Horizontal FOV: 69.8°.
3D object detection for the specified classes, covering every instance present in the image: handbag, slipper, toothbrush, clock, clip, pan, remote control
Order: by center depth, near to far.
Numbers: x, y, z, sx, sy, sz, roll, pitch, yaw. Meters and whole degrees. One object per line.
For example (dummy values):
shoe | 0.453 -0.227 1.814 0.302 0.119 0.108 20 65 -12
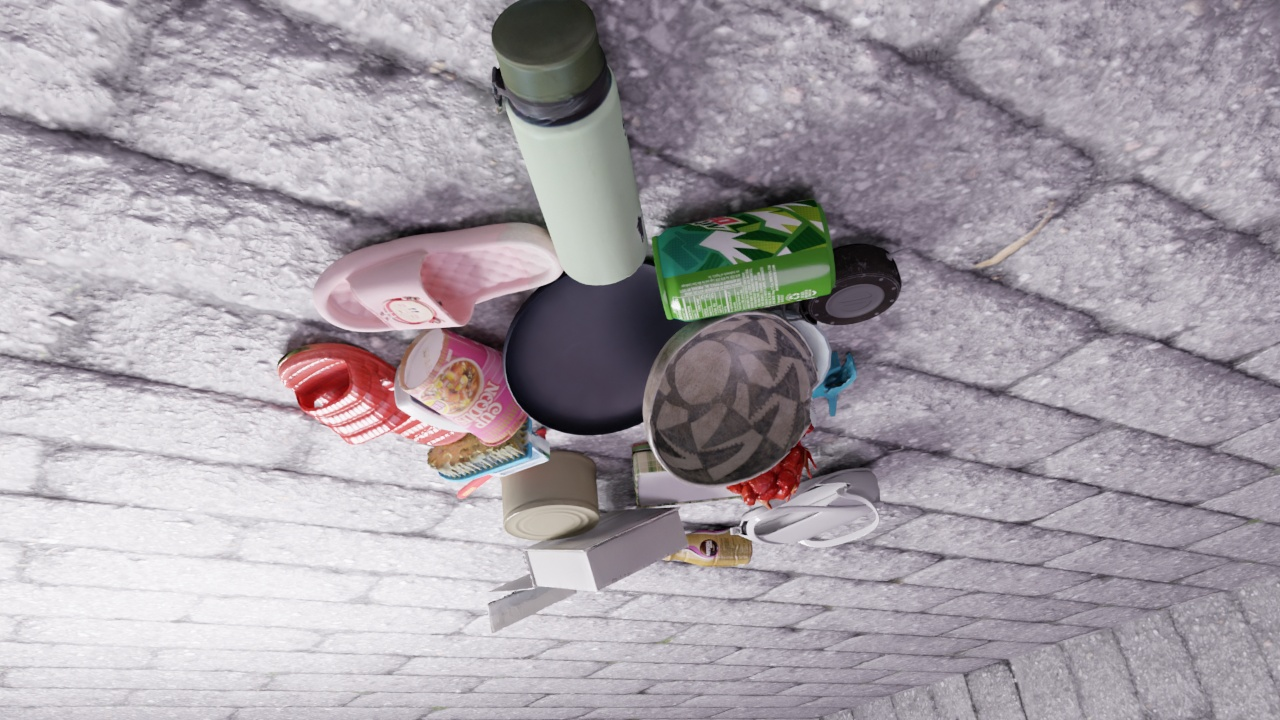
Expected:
slipper | -0.170 -0.064 0.790 0.222 0.055 0.107 -14 151 9
clock | 0.191 -0.072 0.864 0.123 0.043 0.091 -10 150 5
pan | 0.016 0.029 0.921 0.199 0.021 0.356 -42 127 12
remote control | -0.206 0.040 0.952 0.028 0.060 0.114 -22 147 27
slipper | -0.276 0.055 0.965 0.104 0.059 0.248 -22 148 23
clip | 0.203 0.029 1.059 0.102 0.027 0.120 1 149 -18
toothbrush | -0.179 0.138 1.166 0.012 0.017 0.213 16 142 -35
handbag | 0.215 0.216 1.267 0.216 0.095 0.222 -32 157 34

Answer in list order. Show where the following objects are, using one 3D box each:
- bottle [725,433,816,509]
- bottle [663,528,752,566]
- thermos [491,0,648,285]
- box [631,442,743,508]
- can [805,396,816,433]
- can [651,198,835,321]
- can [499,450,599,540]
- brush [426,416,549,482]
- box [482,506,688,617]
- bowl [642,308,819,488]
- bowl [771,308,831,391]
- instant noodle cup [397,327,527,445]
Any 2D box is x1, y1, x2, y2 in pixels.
bottle | 0.156 0.124 1.100 0.099 0.111 0.099 21 177 1
bottle | 0.091 0.297 1.451 0.166 0.059 0.060 2 148 -14
thermos | -0.049 -0.148 0.653 0.082 0.082 0.232 -9 150 3
box | 0.092 0.142 1.202 0.205 0.050 0.118 -7 147 -1
can | 0.125 0.059 1.030 0.117 0.086 0.086 -26 145 29
can | 0.087 -0.084 0.783 0.144 0.083 0.083 -11 149 6
can | -0.117 0.178 1.191 0.128 0.073 0.128 -5 150 -3
brush | -0.182 0.112 1.084 0.136 0.055 0.075 -20 142 22
box | -0.098 0.288 1.320 0.165 0.098 0.370 -17 174 -36
bowl | 0.073 0.026 0.869 0.178 0.081 0.179 -10 115 -22
bowl | 0.139 -0.009 0.941 0.106 0.039 0.106 0 120 0
instant noodle cup | -0.173 0.020 0.903 0.098 0.097 0.108 -29 137 32
